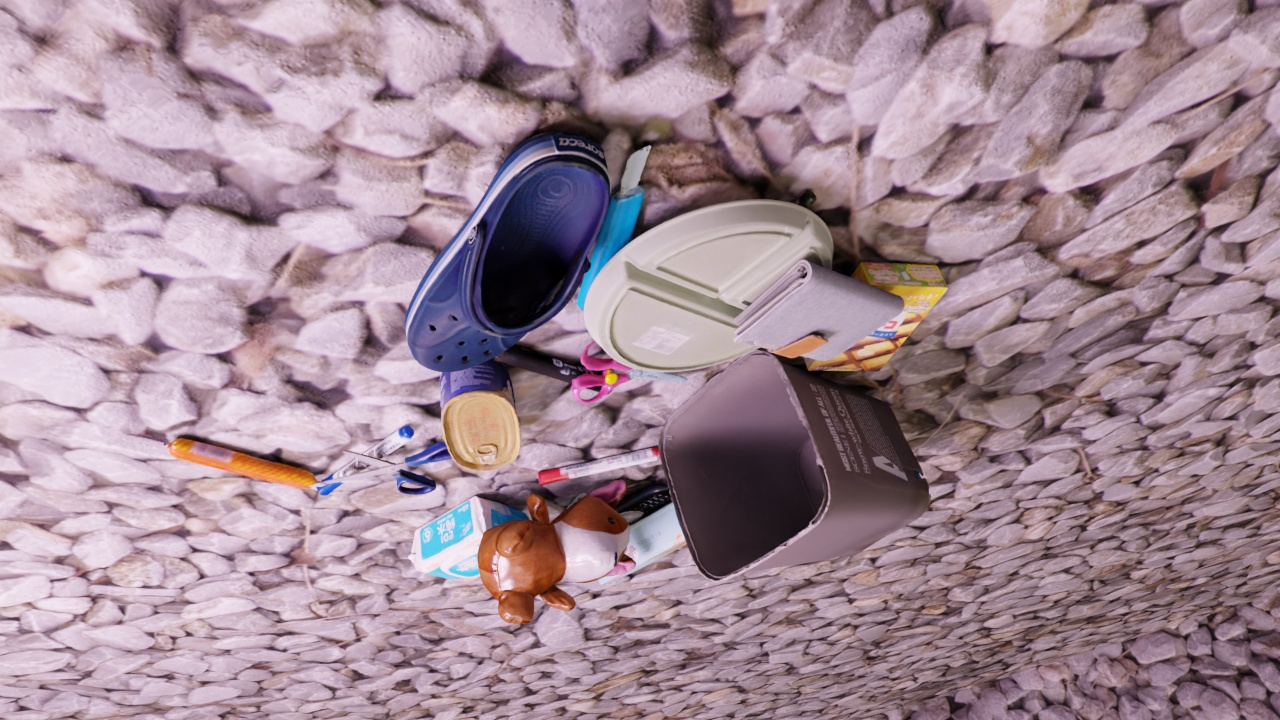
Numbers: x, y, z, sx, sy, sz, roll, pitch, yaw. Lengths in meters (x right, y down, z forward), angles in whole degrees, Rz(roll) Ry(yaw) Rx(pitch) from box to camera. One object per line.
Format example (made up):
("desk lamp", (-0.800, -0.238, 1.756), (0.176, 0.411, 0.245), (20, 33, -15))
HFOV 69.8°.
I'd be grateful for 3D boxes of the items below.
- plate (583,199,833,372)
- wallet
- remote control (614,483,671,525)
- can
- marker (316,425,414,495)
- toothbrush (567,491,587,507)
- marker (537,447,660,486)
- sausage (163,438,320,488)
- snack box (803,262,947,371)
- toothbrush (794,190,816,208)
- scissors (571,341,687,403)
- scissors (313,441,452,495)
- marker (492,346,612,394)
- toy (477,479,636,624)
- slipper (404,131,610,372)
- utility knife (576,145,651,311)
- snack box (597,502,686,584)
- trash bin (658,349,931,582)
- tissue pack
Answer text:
("plate", (0.064, -0.055, 0.808), (0.230, 0.027, 0.231), (-13, 149, -8))
("wallet", (0.158, -0.036, 0.824), (0.129, 0.037, 0.107), (13, 139, -38))
("remote control", (-0.004, 0.183, 1.163), (0.137, 0.024, 0.053), (-35, 146, 31))
("can", (-0.158, 0.053, 0.904), (0.074, 0.049, 0.148), (-8, 146, -6))
("marker", (-0.291, 0.106, 0.968), (0.146, 0.016, 0.017), (-31, 142, 26))
("toothbrush", (-0.111, 0.220, 1.190), (0.020, 0.029, 0.190), (-40, 171, -47))
("marker", (-0.047, 0.123, 1.069), (0.145, 0.017, 0.017), (-12, 146, 0))
("sausage", (-0.399, 0.106, 0.929), (0.022, 0.021, 0.165), (-34, 140, 29))
("snack box", (0.227, -0.040, 0.905), (0.086, 0.033, 0.141), (1, 142, -20))
("toothbrush", (0.093, -0.085, 0.815), (0.017, 0.012, 0.186), (8, 142, -36))
("scissors", (-0.003, 0.003, 0.907), (0.137, 0.017, 0.077), (-9, 122, -23))
("scissors", (-0.254, 0.115, 0.977), (0.176, 0.012, 0.163), (-16, 155, -7))
("marker", (-0.082, 0.009, 0.890), (0.132, 0.020, 0.022), (18, 143, -36))
("toy", (-0.085, 0.219, 1.065), (0.199, 0.140, 0.131), (-9, -166, -43))
("slipper", (-0.098, -0.063, 0.717), (0.105, 0.095, 0.254), (15, 134, -31))
("utility knife", (-0.020, -0.102, 0.750), (0.034, 0.018, 0.186), (-13, 148, -27))
("snack box", (0.017, 0.232, 1.198), (0.175, 0.051, 0.074), (-35, 163, 29))
("trash bin", (0.175, 0.120, 0.992), (0.219, 0.198, 0.199), (10, 141, -39))
("tissue pack", (-0.206, 0.224, 1.124), (0.140, 0.063, 0.090), (-31, 142, 25))
